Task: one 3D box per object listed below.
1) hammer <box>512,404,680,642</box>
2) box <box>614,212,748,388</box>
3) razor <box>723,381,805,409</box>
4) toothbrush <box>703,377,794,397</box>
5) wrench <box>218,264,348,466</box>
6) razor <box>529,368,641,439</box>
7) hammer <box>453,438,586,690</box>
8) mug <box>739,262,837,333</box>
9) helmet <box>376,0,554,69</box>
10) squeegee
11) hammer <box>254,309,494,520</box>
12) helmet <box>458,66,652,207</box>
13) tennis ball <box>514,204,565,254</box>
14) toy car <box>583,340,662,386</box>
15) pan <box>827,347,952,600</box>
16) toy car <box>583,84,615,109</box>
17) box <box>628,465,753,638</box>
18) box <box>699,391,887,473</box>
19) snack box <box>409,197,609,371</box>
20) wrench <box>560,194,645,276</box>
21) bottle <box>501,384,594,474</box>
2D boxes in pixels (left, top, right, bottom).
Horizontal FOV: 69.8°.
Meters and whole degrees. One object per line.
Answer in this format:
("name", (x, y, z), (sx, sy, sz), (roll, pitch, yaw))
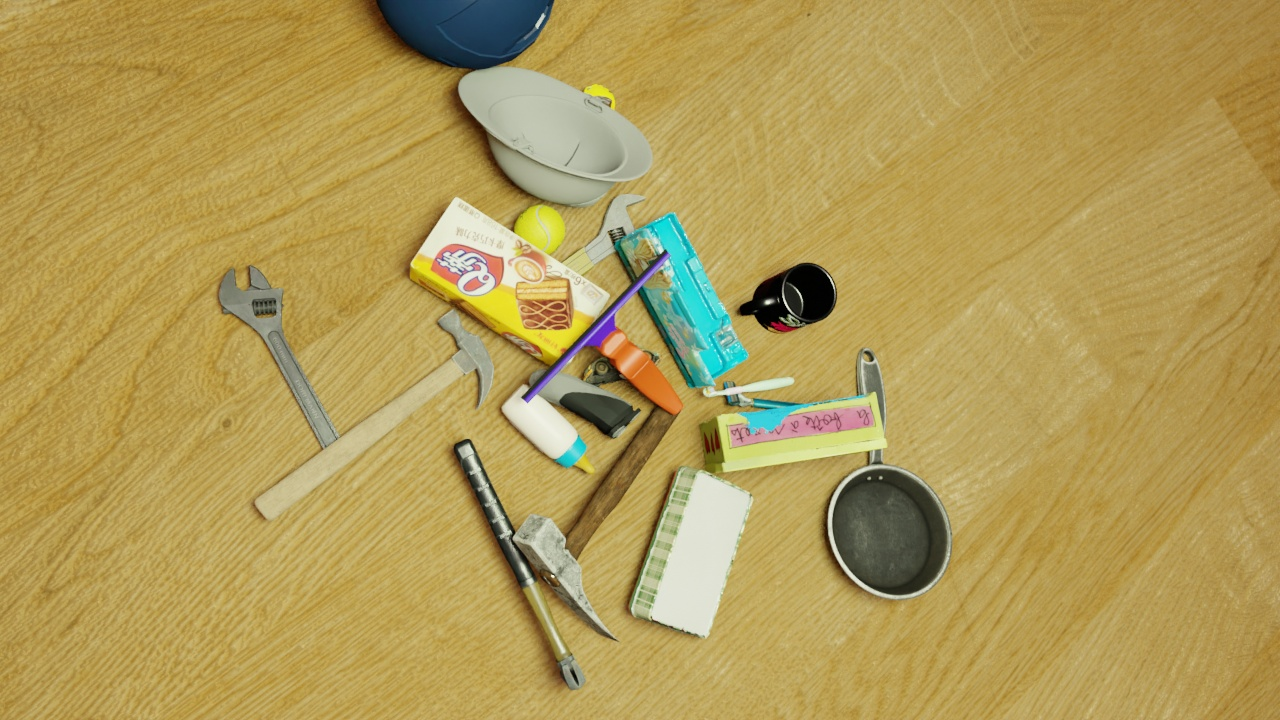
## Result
("hammer", (-0.016, 0.187, 1.184), (0.299, 0.037, 0.218), (-53, 129, -30))
("box", (0.070, -0.082, 1.205), (0.097, 0.121, 0.227), (-30, 98, -18))
("razor", (0.183, 0.060, 1.285), (0.143, 0.022, 0.042), (10, 44, -19))
("toothbrush", (0.152, 0.036, 1.263), (0.154, 0.022, 0.015), (-6, 109, -33))
("wrench", (-0.424, 0.009, 1.111), (0.073, 0.018, 0.273), (-28, 93, -19))
("razor", (-0.074, 0.051, 1.176), (0.156, 0.060, 0.057), (33, 115, -19))
("hammer", (-0.148, 0.249, 1.123), (0.025, 0.118, 0.333), (-25, 86, -14))
("mug", (0.195, -0.081, 1.264), (0.118, 0.098, 0.082), (-12, 86, -18))
("helmet", (-0.199, -0.482, 1.136), (0.271, 0.232, 0.223), (-37, 133, -21))
("squeegee", (-0.007, 0.007, 1.159), (0.249, 0.055, 0.185), (-46, 121, -2))
("hammer", (-0.319, 0.077, 1.118), (0.330, 0.031, 0.119), (-39, 96, -22))
("helmet", (-0.120, -0.265, 1.188), (0.271, 0.118, 0.182), (32, 45, 13))
("tennis ball", (-0.131, -0.169, 1.194), (0.065, 0.065, 0.065), (2, 82, -17))
("toy car", (-0.029, 0.000, 1.215), (0.111, 0.047, 0.047), (-14, 65, -23))
("pan", (0.339, 0.158, 1.304), (0.187, 0.055, 0.356), (0, 71, -14))
("toy car", (-0.057, -0.328, 1.256), (0.049, 0.030, 0.107), (-2, 82, -16))
("box", (0.068, 0.250, 1.197), (0.117, 0.049, 0.205), (27, 77, -35))
("box", (0.196, 0.100, 1.216), (0.221, 0.124, 0.081), (-9, 83, -11))
("snack box", (-0.165, -0.093, 1.157), (0.230, 0.062, 0.110), (32, 74, -6))
("wrench", (-0.088, -0.130, 1.227), (0.273, 0.018, 0.083), (-37, 94, -17))
("bottle", (-0.112, 0.095, 1.174), (0.146, 0.051, 0.051), (44, 73, -7))
